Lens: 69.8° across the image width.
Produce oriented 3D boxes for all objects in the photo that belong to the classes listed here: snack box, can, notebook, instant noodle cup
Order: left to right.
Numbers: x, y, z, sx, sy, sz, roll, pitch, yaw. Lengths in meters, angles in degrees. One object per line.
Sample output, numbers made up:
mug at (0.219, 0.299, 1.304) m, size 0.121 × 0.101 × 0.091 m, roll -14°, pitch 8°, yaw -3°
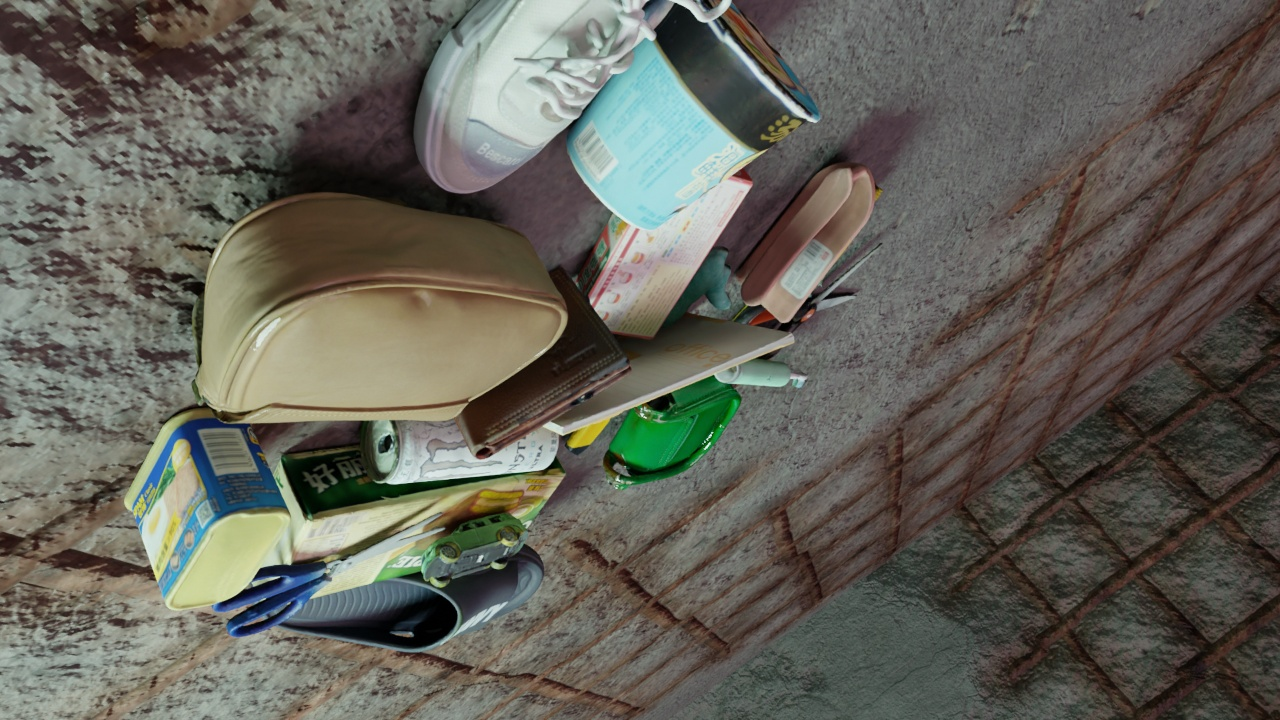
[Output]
can at (-0.272, 0.094, 0.578) m, size 0.057 × 0.083 × 0.102 m, roll 4°, pitch 133°, yaw -52°
snack box at (-0.185, 0.120, 0.745) m, size 0.239 × 0.063 × 0.115 m, roll -5°, pitch 140°, yaw -46°
can at (-0.135, 0.061, 0.703) m, size 0.146 × 0.058 × 0.058 m, roll 0°, pitch 136°, yaw -44°
notebook at (-0.004, 0.004, 0.714) m, size 0.205 × 0.146 × 0.010 m, roll -21°, pitch 110°, yaw -27°
snack box at (0.010, -0.082, 0.669) m, size 0.077 × 0.027 × 0.156 m, roll 7°, pitch 132°, yaw -33°
instant noodle cup at (0.024, -0.142, 0.537) m, size 0.121 × 0.111 × 0.111 m, roll -40°, pitch 154°, yaw 25°

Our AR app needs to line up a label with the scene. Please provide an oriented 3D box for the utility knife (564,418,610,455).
utility knife at (-0.028, 0.034, 0.844) m, size 0.033 × 0.015 × 0.154 m, roll -9°, pitch 142°, yaw -52°

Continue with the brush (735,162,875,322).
brush at (0.142, -0.103, 0.770) m, size 0.072 × 0.063 × 0.146 m, roll -15°, pitch 147°, yaw -55°

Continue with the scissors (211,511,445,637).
scissors at (-0.224, 0.147, 0.660) m, size 0.171 × 0.012 × 0.140 m, roll -38°, pitch 152°, yaw 4°

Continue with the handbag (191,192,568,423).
handbag at (-0.148, -0.027, 0.525) m, size 0.148 × 0.099 × 0.204 m, roll -42°, pitch 154°, yaw 28°

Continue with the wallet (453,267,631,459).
wallet at (-0.080, 0.001, 0.635) m, size 0.124 × 0.101 × 0.032 m, roll -32°, pitch 144°, yaw -8°

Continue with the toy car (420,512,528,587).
toy car at (-0.135, 0.151, 0.739) m, size 0.091 × 0.036 × 0.043 m, roll -13°, pitch 145°, yaw -40°

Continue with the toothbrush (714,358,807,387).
toothbrush at (0.128, 0.013, 0.918) m, size 0.224 × 0.026 × 0.027 m, roll 5°, pitch 113°, yaw -61°

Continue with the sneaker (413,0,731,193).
sneaker at (-0.022, -0.165, 0.452) m, size 0.089 × 0.090 × 0.243 m, roll 4°, pitch 133°, yaw -51°

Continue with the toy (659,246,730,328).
toy at (0.040, -0.057, 0.760) m, size 0.092 × 0.030 × 0.096 m, roll -36°, pitch 145°, yaw 5°

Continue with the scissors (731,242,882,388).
scissors at (0.149, -0.036, 0.917) m, size 0.221 × 0.021 × 0.233 m, roll -48°, pitch 158°, yaw 29°

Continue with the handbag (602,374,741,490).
handbag at (0.026, 0.060, 0.875) m, size 0.120 × 0.068 × 0.132 m, roll -27°, pitch 155°, yaw -38°

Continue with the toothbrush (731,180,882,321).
toothbrush at (0.150, -0.092, 0.848) m, size 0.190 × 0.016 × 0.015 m, roll -47°, pitch 152°, yaw 19°

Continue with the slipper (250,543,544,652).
slipper at (-0.201, 0.218, 0.809) m, size 0.267 × 0.083 × 0.111 m, roll 10°, pitch 122°, yaw -38°
